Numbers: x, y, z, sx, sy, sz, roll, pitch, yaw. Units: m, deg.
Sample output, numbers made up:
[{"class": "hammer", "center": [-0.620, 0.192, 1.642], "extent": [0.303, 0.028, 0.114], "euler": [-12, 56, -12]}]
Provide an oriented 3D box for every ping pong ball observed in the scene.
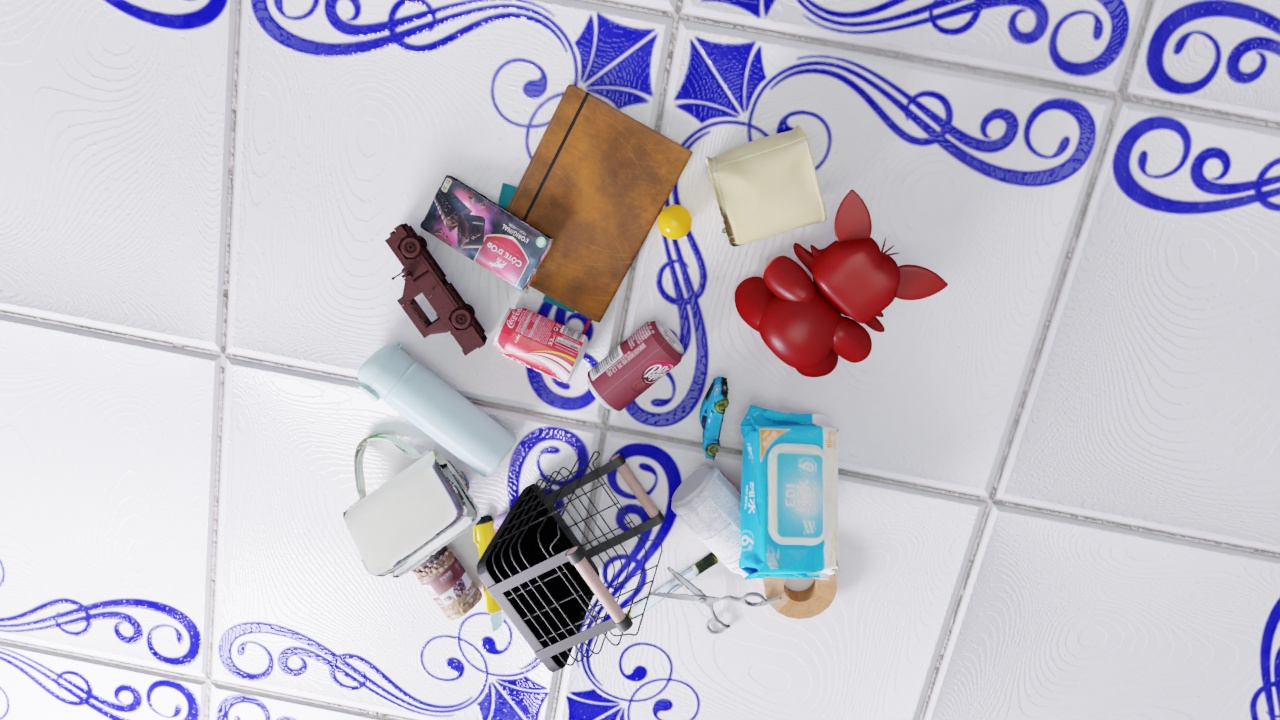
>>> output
[{"class": "ping pong ball", "center": [0.040, -0.162, 1.072], "extent": [0.040, 0.040, 0.040], "euler": [1, 106, 4]}]

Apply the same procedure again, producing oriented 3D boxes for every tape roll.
[{"class": "tape roll", "center": [0.208, 0.290, 1.200], "extent": [0.094, 0.027, 0.094], "euler": [1, 107, 4]}]

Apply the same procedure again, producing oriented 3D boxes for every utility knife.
[{"class": "utility knife", "center": [-0.203, 0.287, 1.233], "extent": [0.030, 0.017, 0.175], "euler": [-12, 106, -23]}]

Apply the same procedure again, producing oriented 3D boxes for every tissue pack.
[{"class": "tissue pack", "center": [0.179, 0.159, 1.108], "extent": [0.117, 0.066, 0.209], "euler": [3, 82, -16]}]

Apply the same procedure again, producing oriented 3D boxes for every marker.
[{"class": "marker", "center": [0.042, 0.301, 1.222], "extent": [0.147, 0.017, 0.017], "euler": [-37, 101, 14]}]

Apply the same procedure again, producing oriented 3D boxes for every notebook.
[{"class": "notebook", "center": [-0.077, -0.179, 1.089], "extent": [0.178, 0.014, 0.250], "euler": [28, 106, -5]}]

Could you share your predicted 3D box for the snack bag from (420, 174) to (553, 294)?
[{"class": "snack bag", "center": [-0.183, -0.151, 1.089], "extent": [0.155, 0.018, 0.075], "euler": [32, 106, 6]}]

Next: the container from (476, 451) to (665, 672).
[{"class": "container", "center": [-0.070, 0.231, 1.101], "extent": [0.130, 0.240, 0.163], "euler": [-29, 102, 20]}]

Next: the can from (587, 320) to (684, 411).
[{"class": "can", "center": [-0.007, 0.007, 1.113], "extent": [0.114, 0.063, 0.063], "euler": [-40, 100, 14]}]

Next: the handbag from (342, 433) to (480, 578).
[{"class": "handbag", "center": [-0.306, 0.171, 1.178], "extent": [0.151, 0.074, 0.176], "euler": [-36, 72, 2]}]

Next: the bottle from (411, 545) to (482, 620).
[{"class": "bottle", "center": [-0.262, 0.287, 1.219], "extent": [0.056, 0.056, 0.105], "euler": [-31, 102, 12]}]

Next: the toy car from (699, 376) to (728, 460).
[{"class": "toy car", "center": [0.089, 0.072, 1.134], "extent": [0.032, 0.048, 0.105], "euler": [8, 108, 1]}]

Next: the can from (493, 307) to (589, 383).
[{"class": "can", "center": [-0.120, -0.020, 1.114], "extent": [0.105, 0.064, 0.064], "euler": [24, 107, -3]}]

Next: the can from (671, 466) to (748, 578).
[{"class": "can", "center": [0.108, 0.204, 1.156], "extent": [0.078, 0.078, 0.136], "euler": [-41, 100, 14]}]

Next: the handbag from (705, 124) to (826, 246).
[{"class": "handbag", "center": [0.139, -0.194, 1.039], "extent": [0.119, 0.081, 0.111], "euler": [-17, 112, 7]}]

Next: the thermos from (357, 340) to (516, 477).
[{"class": "thermos", "center": [-0.255, 0.061, 1.146], "extent": [0.207, 0.065, 0.077], "euler": [39, 71, -8]}]

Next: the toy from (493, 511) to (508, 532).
[{"class": "toy", "center": [-0.151, 0.240, 1.198], "extent": [0.080, 0.036, 0.099], "euler": [-22, 104, 48]}]

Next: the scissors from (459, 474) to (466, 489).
[{"class": "scissors", "center": [-0.275, 0.195, 1.215], "extent": [0.131, 0.012, 0.073], "euler": [-26, 101, 10]}]

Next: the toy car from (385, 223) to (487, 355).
[{"class": "toy car", "center": [-0.254, -0.079, 1.102], "extent": [0.062, 0.070, 0.170], "euler": [-34, 102, 0]}]

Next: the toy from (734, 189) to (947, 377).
[{"class": "toy", "center": [0.219, -0.075, 1.045], "extent": [0.158, 0.120, 0.198], "euler": [44, 114, -6]}]

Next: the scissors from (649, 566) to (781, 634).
[{"class": "scissors", "center": [0.098, 0.311, 1.200], "extent": [0.172, 0.014, 0.142], "euler": [-12, 124, 18]}]
